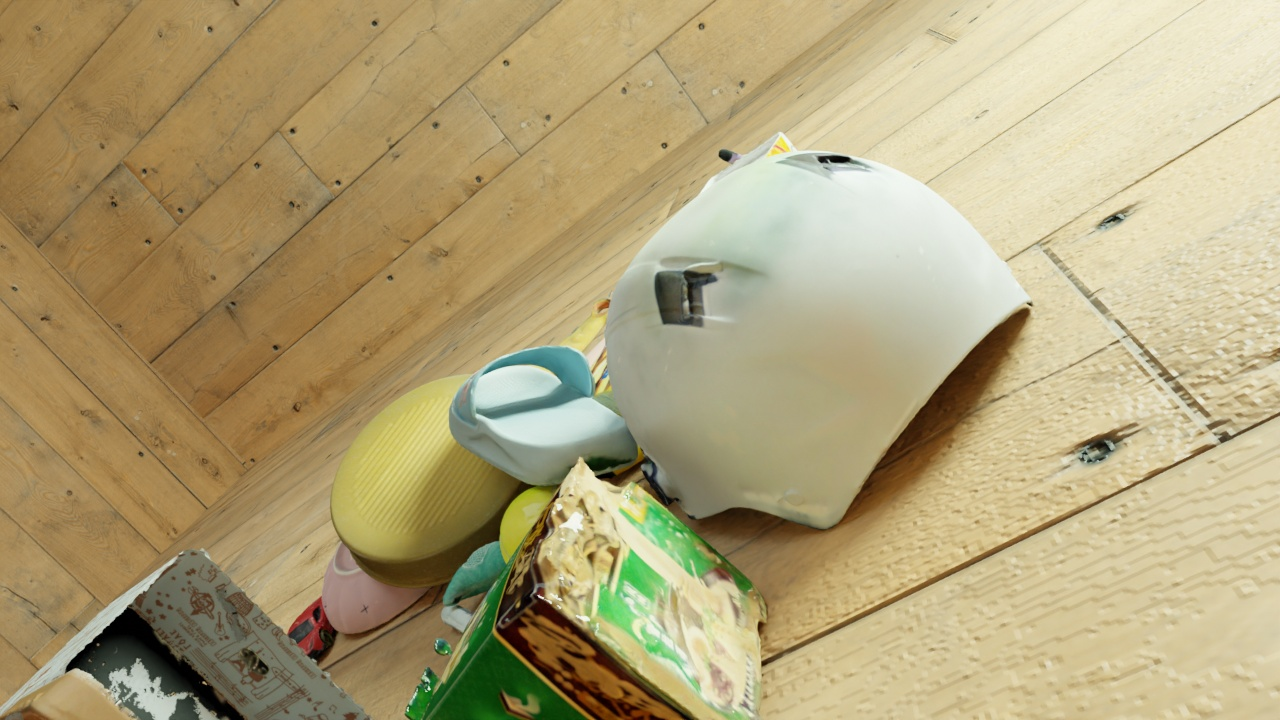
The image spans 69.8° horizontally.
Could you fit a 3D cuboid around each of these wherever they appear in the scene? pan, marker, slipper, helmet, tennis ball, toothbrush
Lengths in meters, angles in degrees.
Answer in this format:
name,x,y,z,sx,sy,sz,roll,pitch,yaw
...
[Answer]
name,x,y,z,sx,sy,sz,roll,pitch,yaw
pan,-0.126,0.049,0.828,0.198,0.078,0.356,13,56,33
marker,-0.105,0.176,0.602,0.017,0.017,0.145,-45,15,-24
slipper,-0.077,0.030,0.660,0.104,0.074,0.246,-10,12,-22
helmet,0.068,-0.031,0.529,0.228,0.146,0.259,-41,17,-13
tennis ball,-0.057,0.112,0.585,0.065,0.065,0.065,-36,14,10
toothbrush,0.133,-0.148,0.776,0.017,0.188,0.014,35,108,47

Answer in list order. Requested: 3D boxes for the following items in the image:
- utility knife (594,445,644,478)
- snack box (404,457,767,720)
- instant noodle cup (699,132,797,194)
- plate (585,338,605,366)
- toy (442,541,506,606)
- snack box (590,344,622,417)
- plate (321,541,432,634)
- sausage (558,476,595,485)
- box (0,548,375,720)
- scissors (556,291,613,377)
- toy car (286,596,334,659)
name,x,y,z,sx,sy,sz,roll,pitch,yaw
utility knife,0.056,0.026,0.672,0.223,0.015,0.033,-35,22,13
snack box,-0.021,0.127,0.386,0.106,0.117,0.118,-47,8,19
instant noodle cup,0.106,-0.095,0.704,0.116,0.123,0.115,-29,17,36
plate,0.013,-0.020,0.904,0.230,0.028,0.229,-37,15,11
toy,-0.090,0.138,0.665,0.092,0.030,0.096,-27,10,25
snack box,-0.004,0.004,0.737,0.086,0.033,0.141,-56,17,-24
plate,-0.223,0.159,0.842,0.193,0.039,0.192,-32,25,16
sausage,-0.036,0.079,0.725,0.165,0.021,0.021,-41,14,-9
box,-0.236,0.215,0.477,0.136,0.179,0.270,-42,13,-15
scissors,-0.078,0.007,0.960,0.165,0.014,0.163,-53,7,43
toy car,-0.305,0.251,0.846,0.049,0.031,0.106,-39,16,3
